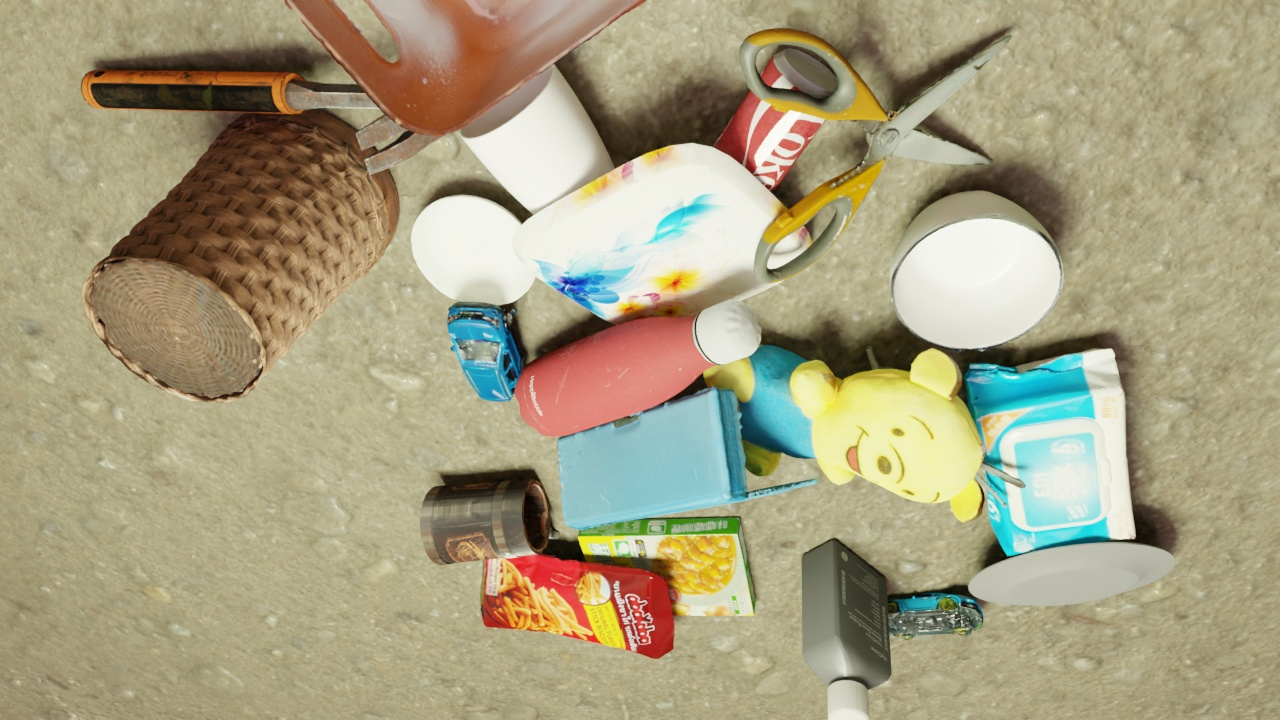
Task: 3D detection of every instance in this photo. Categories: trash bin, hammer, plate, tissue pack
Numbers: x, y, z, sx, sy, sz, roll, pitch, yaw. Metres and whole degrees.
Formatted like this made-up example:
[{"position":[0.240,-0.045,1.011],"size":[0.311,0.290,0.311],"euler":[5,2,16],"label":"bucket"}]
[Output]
[{"position":[-0.070,-0.275,0.502],"size":[0.260,0.157,0.181],"euler":[-27,119,27],"label":"trash bin"},{"position":[-0.284,-0.075,0.671],"size":[0.151,0.209,0.151],"euler":[6,130,7],"label":"trash bin"},{"position":[-0.272,-0.184,0.651],"size":[0.315,0.137,0.035],"euler":[6,132,17],"label":"hammer"},{"position":[-0.132,-0.093,0.746],"size":[0.104,0.026,0.104],"euler":[6,130,7],"label":"plate"},{"position":[0.344,0.077,0.769],"size":[0.117,0.065,0.209],"euler":[-12,124,19],"label":"tissue pack"},{"position":[0.018,-0.077,0.681],"size":[0.187,0.016,0.186],"euler":[-22,146,31],"label":"plate"},{"position":[0.399,0.206,0.853],"size":[0.178,0.012,0.179],"euler":[-1,149,-1],"label":"plate"}]

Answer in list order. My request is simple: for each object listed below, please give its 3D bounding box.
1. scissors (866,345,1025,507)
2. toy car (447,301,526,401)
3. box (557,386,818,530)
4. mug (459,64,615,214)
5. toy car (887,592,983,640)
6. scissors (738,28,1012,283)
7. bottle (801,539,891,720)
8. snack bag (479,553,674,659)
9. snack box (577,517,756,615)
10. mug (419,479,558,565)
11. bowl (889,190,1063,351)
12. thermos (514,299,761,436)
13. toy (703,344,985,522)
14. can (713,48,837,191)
[{"position":[0.245,0.055,0.760],"size":[0.142,0.014,0.147],"euler":[12,132,46],"label":"scissors"},{"position":[-0.130,-0.006,0.789],"size":[0.056,0.043,0.120],"euler":[4,147,8],"label":"toy car"},{"position":[0.033,0.090,0.805],"size":[0.112,0.094,0.232],"euler":[2,164,-38],"label":"box"},{"position":[-0.080,-0.153,0.664],"size":[0.114,0.080,0.087],"euler":[8,147,46],"label":"mug"},{"position":[0.297,0.261,0.947],"size":[0.106,0.032,0.048],"euler":[-16,125,29],"label":"toy car"},{"position":[0.139,-0.147,0.601],"size":[0.226,0.016,0.229],"euler":[-42,131,17],"label":"scissors"},{"position":[0.197,0.266,0.879],"size":[0.083,0.173,0.046],"euler":[38,125,-19],"label":"bottle"},{"position":[-0.065,0.256,0.984],"size":[0.208,0.066,0.139],"euler":[4,125,12],"label":"snack bag"},{"position":[0.030,0.221,0.969],"size":[0.168,0.027,0.132],"euler":[-4,128,14],"label":"snack box"},{"position":[-0.149,0.169,0.939],"size":[0.107,0.079,0.116],"euler":[-7,155,15],"label":"mug"},{"position":[0.239,-0.071,0.666],"size":[0.116,0.065,0.116],"euler":[5,130,6],"label":"bowl"},{"position":[-0.004,0.004,0.735],"size":[0.241,0.073,0.073],"euler":[-20,124,43],"label":"thermos"},{"position":[0.170,0.047,0.741],"size":[0.214,0.083,0.149],"euler":[7,139,29],"label":"toy"},{"position":[0.090,-0.160,0.631],"size":[0.054,0.053,0.097],"euler":[27,129,-11],"label":"can"}]
